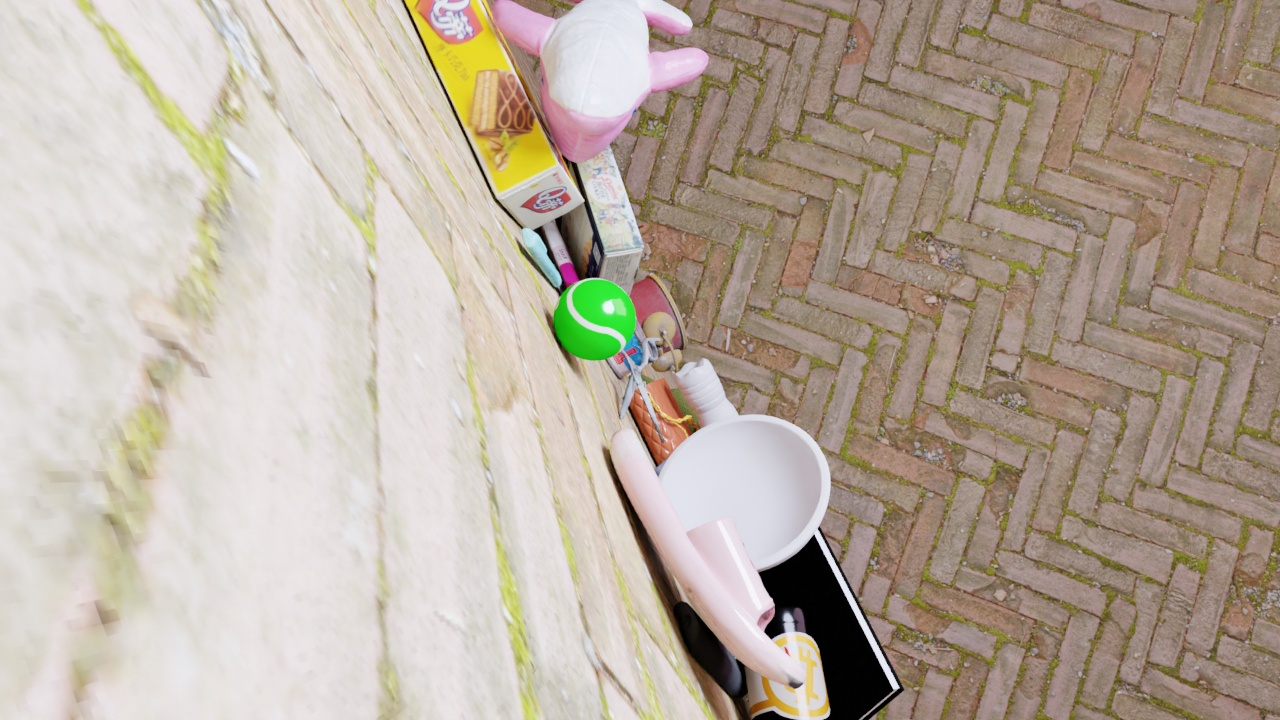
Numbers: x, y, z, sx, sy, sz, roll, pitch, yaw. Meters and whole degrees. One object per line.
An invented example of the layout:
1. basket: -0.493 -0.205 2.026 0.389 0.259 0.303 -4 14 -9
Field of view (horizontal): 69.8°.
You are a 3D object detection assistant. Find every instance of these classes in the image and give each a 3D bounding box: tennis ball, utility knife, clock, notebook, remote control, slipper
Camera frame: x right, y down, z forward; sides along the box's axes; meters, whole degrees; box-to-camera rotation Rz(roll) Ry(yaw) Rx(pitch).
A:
1. tennis ball: -0.036 -0.032 0.724 0.065 0.065 0.065 63 4 -8
2. utility knife: -0.080 -0.080 0.833 0.165 0.015 0.022 60 10 -72
3. clock: 0.009 -0.042 1.276 0.158 0.081 0.117 55 -14 42
4. notebook: 0.122 0.221 0.772 0.016 0.149 0.206 11 38 -32
5. remote control: 0.054 0.215 0.675 0.147 0.015 0.033 59 6 -51
6. slipper: 0.046 0.136 0.653 0.221 0.055 0.107 53 -6 27

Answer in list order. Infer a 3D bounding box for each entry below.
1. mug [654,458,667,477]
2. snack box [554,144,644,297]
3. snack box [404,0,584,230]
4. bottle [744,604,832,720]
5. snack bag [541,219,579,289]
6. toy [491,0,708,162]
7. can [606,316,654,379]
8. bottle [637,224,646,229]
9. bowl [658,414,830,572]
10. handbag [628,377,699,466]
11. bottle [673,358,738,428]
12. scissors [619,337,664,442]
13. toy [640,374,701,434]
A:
1. mug: 0.083 0.129 0.915 0.124 0.084 0.103 41 38 16
2. snack box: -0.045 -0.129 0.913 0.145 0.042 0.145 110 -33 -62
3. snack box: -0.133 -0.238 0.815 0.230 0.062 0.110 64 3 10
4. bottle: 0.114 0.278 0.681 0.059 0.059 0.181 59 21 -53
5. snack bag: -0.082 -0.112 0.928 0.070 0.016 0.196 76 -7 -49
6. toy: -0.043 -0.254 0.810 0.264 0.186 0.128 -80 -171 -46
7. can: -0.031 -0.046 1.044 0.130 0.044 0.130 63 4 -8
8. bottle: -0.045 -0.150 1.180 0.099 0.099 0.111 64 -1 -4
9. bowl: 0.087 0.118 0.771 0.043 0.149 0.149 61 5 -46
10. handbag: 0.045 0.104 1.012 0.172 0.060 0.108 64 8 2
11. bottle: 0.086 0.065 1.014 0.136 0.044 0.044 61 5 -13
12. scissors: -0.004 0.007 0.937 0.141 0.014 0.174 58 25 -18
13. toy: 0.064 0.093 1.143 0.179 0.078 0.153 36 -10 38
